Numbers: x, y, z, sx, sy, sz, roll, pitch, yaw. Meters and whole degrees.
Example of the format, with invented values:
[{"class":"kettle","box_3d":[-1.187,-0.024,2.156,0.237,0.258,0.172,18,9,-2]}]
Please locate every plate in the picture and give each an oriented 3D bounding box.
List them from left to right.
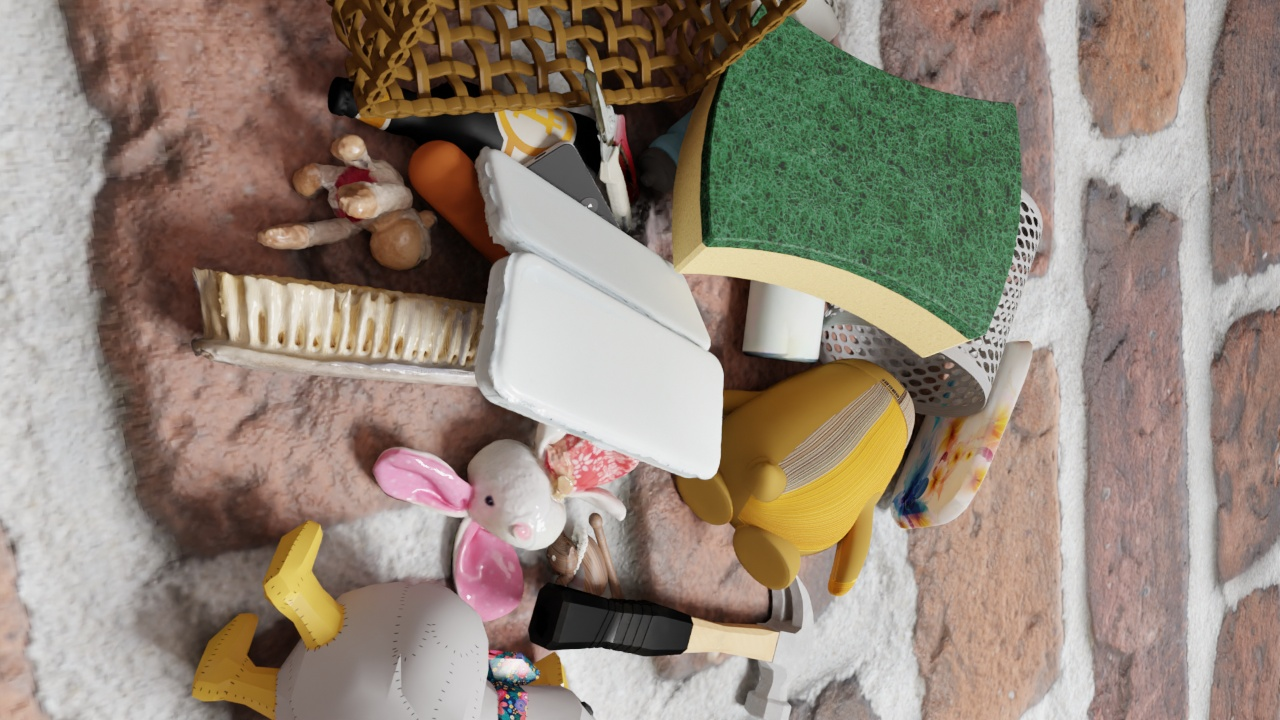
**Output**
[{"class":"plate","box_3d":[0.294,0.070,0.866,0.016,0.187,0.186,27,76,1]}]

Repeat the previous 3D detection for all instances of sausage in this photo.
[{"class":"sausage","box_3d":[-0.093,-0.085,0.619,0.039,0.044,0.164,-47,138,-3]}]

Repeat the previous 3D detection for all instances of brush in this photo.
[{"class":"brush","box_3d":[-0.142,-0.015,0.591,0.270,0.083,0.056,6,92,-35]},{"class":"brush","box_3d":[0.157,-0.132,0.693,0.250,0.075,0.194,18,73,-13]}]

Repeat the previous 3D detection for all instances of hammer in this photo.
[{"class":"hammer","box_3d":[0.040,0.218,0.732,0.327,0.039,0.131,25,78,-46]}]

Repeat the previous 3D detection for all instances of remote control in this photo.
[{"class":"remote control","box_3d":[-0.040,-0.094,0.661,0.045,0.008,0.147,-32,138,0]}]

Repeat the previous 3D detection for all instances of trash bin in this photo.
[{"class":"trash bin","box_3d":[0.264,-0.067,0.832,0.156,0.157,0.183,38,70,-31]}]

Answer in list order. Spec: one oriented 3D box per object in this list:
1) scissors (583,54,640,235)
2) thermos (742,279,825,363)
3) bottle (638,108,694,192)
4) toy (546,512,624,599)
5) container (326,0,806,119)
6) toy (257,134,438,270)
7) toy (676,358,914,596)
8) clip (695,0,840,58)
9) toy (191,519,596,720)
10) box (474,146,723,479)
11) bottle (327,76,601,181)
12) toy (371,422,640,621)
[{"class":"scissors","box_3d":[-0.018,-0.149,0.633,0.146,0.015,0.188,-70,166,-48]},{"class":"thermos","box_3d":[0.133,-0.114,0.787,0.067,0.068,0.230,7,90,-35]},{"class":"bottle","box_3d":[0.046,-0.179,0.735,0.129,0.040,0.040,-43,117,-24]},{"class":"toy","box_3d":[-0.040,0.167,0.706,0.054,0.041,0.102,-21,113,-17]},{"class":"container","box_3d":[-0.041,-0.292,0.522,0.251,0.220,0.214,-14,85,-33]},{"class":"toy","box_3d":[-0.174,-0.087,0.580,0.106,0.085,0.074,32,38,-54]},{"class":"toy","box_3d":[0.146,0.078,0.779,0.202,0.163,0.198,-34,73,-30]},{"class":"clip","box_3d":[0.112,-0.307,0.762,0.125,0.075,0.143,51,56,-25]},{"class":"toy","box_3d":[-0.131,0.219,0.567,0.267,0.246,0.141,35,95,-14]},{"class":"box","box_3d":[-0.020,-0.029,0.590,0.209,0.061,0.192,29,49,-42]},{"class":"bottle","box_3d":[-0.115,-0.154,0.612,0.181,0.059,0.059,6,91,-35]},{"class":"toy","box_3d":[-0.069,0.087,0.647,0.194,0.084,0.159,-26,115,-5]}]
